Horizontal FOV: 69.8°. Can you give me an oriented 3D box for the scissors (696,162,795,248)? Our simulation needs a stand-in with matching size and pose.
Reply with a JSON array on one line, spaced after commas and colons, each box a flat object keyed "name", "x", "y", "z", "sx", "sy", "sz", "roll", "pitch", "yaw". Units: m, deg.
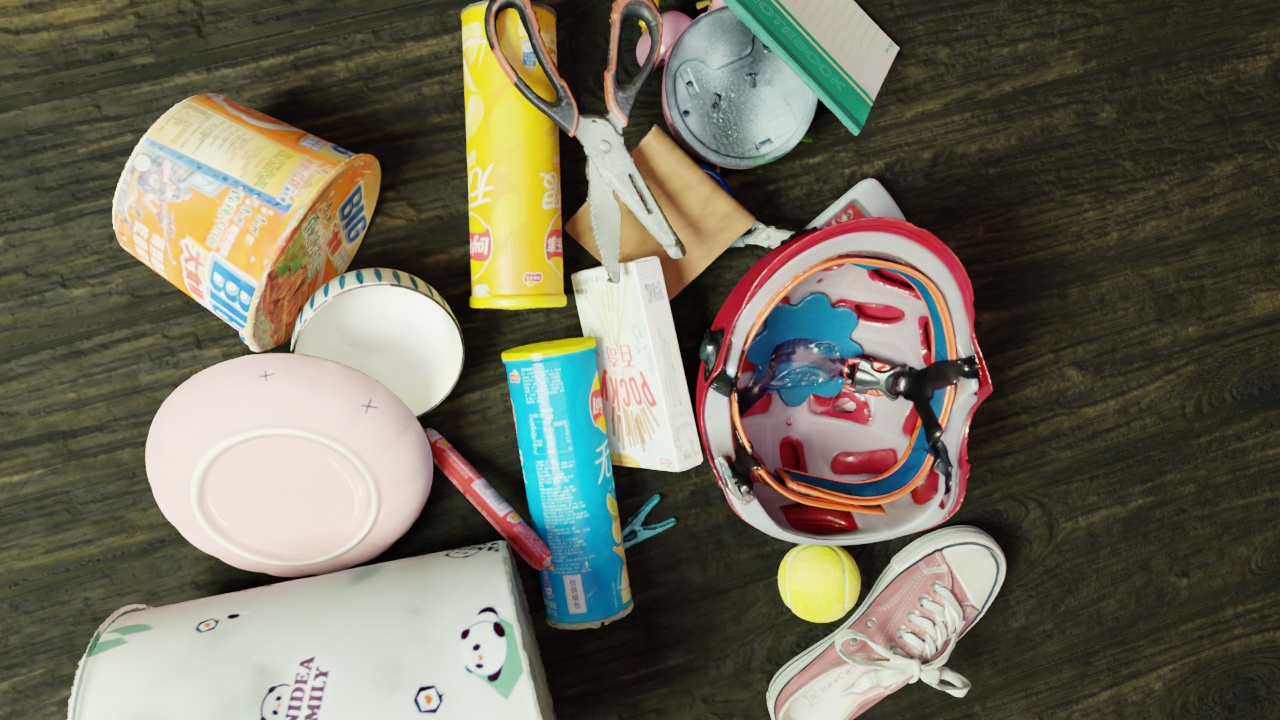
[{"name": "scissors", "x": 0.087, "y": -0.105, "z": 0.698, "sx": 0.170, "sy": 0.012, "sz": 0.144, "roll": -11, "pitch": 125, "yaw": 16}]

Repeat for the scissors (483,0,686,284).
[{"name": "scissors", "x": -0.030, "y": -0.171, "z": 0.629, "sx": 0.189, "sy": 0.015, "sz": 0.224, "roll": 22, "pitch": 87, "yaw": -11}]

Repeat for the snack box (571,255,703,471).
[{"name": "snack box", "x": -0.004, "y": 0.004, "z": 0.690, "sx": 0.026, "sy": 0.085, "sz": 0.157, "roll": -17, "pitch": 98, "yaw": -36}]

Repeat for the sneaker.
[{"name": "sneaker", "x": 0.211, "y": 0.232, "z": 0.745, "sx": 0.241, "sy": 0.088, "sz": 0.118, "roll": -38, "pitch": 100, "yaw": -4}]

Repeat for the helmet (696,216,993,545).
[{"name": "helmet", "x": 0.135, "y": 0.007, "z": 0.678, "sx": 0.207, "sy": 0.144, "sz": 0.240, "roll": 1, "pitch": 106, "yaw": -12}]

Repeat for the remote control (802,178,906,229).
[{"name": "remote control", "x": 0.152, "y": -0.088, "z": 0.741, "sx": 0.136, "sy": 0.020, "sz": 0.056, "roll": -39, "pitch": 99, "yaw": -4}]

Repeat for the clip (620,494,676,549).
[{"name": "clip", "x": -0.001, "y": 0.133, "z": 0.738, "sx": 0.055, "sy": 0.013, "sz": 0.037, "roll": -33, "pitch": 99, "yaw": -7}]

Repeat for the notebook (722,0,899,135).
[{"name": "notebook", "x": 0.104, "y": -0.272, "z": 0.673, "sx": 0.209, "sy": 0.012, "sz": 0.150, "roll": 42, "pitch": 45, "yaw": -12}]

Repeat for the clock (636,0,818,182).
[{"name": "clock", "x": 0.063, "y": -0.220, "z": 0.695, "sx": 0.117, "sy": 0.060, "sz": 0.158, "roll": -26, "pitch": 100, "yaw": -6}]

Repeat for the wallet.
[{"name": "wallet", "x": 0.012, "y": -0.102, "z": 0.688, "sx": 0.101, "sy": 0.020, "sz": 0.116, "roll": 41, "pitch": 123, "yaw": -9}]

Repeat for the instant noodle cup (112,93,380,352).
[{"name": "instant noodle cup", "x": -0.261, "y": -0.097, "z": 0.611, "sx": 0.111, "sy": 0.151, "sz": 0.151, "roll": 30, "pitch": 89, "yaw": -3}]

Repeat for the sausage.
[{"name": "sausage", "x": -0.117, "y": 0.101, "z": 0.683, "sx": 0.156, "sy": 0.020, "sz": 0.020, "roll": 43, "pitch": 86, "yaw": 18}]

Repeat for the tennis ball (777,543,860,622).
[{"name": "tennis ball", "x": 0.144, "y": 0.178, "z": 0.741, "sx": 0.065, "sy": 0.065, "sz": 0.065, "roll": -1, "pitch": 95, "yaw": -10}]

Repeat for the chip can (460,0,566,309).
[{"name": "chip can", "x": -0.092, "y": -0.144, "z": 0.669, "sx": 0.072, "sy": 0.072, "sz": 0.213, "roll": -2, "pitch": 94, "yaw": -10}]

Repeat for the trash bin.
[{"name": "trash bin", "x": -0.188, "y": 0.241, "z": 0.604, "sx": 0.251, "sy": 0.229, "sz": 0.229, "roll": -14, "pitch": 97, "yaw": -8}]

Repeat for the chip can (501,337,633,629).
[{"name": "chip can", "x": -0.054, "y": 0.091, "z": 0.696, "sx": 0.071, "sy": 0.071, "sz": 0.210, "roll": -9, "pitch": 97, "yaw": -9}]

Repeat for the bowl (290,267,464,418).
[{"name": "bowl", "x": -0.189, "y": -0.017, "z": 0.656, "sx": 0.116, "sy": 0.066, "sz": 0.117, "roll": -10, "pitch": 124, "yaw": -16}]

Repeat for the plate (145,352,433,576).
[{"name": "plate", "x": -0.243, "y": 0.085, "z": 0.637, "sx": 0.192, "sy": 0.039, "sz": 0.193, "roll": -4, "pitch": 123, "yaw": -7}]
